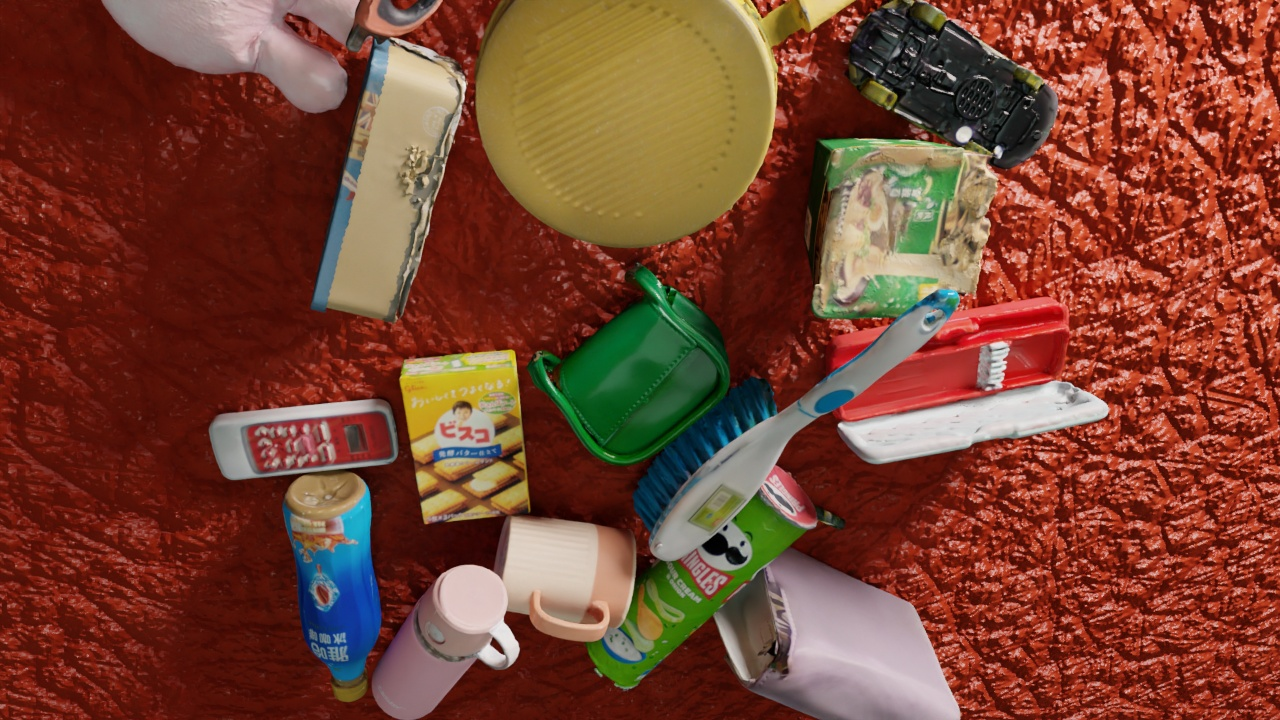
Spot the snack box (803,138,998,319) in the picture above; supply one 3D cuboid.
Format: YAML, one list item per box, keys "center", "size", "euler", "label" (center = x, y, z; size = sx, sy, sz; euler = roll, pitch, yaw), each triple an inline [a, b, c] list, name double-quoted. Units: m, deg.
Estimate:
- center: [0.165, -0.103, 0.639]
  size: [0.117, 0.105, 0.118]
  euler: [-1, 117, -7]
  label: "snack box"

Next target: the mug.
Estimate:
- center: [-0.063, 0.182, 0.752]
  size: [0.106, 0.114, 0.082]
  euler: [12, 118, -13]
  label: "mug"

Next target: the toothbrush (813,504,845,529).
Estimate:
- center: [0.106, 0.111, 0.795]
  size: [0.185, 0.017, 0.012]
  euler: [27, 113, -20]
  label: "toothbrush"

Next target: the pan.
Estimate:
- center: [0.062, -0.203, 0.585]
  size: [0.358, 0.078, 0.198]
  euler: [-21, 123, 16]
  label: "pan"

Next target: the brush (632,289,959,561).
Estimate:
- center: [0.101, 0.043, 0.676]
  size: [0.060, 0.109, 0.315]
  euler: [30, 115, -21]
  label: "brush"

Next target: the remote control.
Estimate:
- center: [-0.258, 0.061, 0.708]
  size: [0.136, 0.020, 0.056]
  euler: [-5, 120, -7]
  label: "remote control"

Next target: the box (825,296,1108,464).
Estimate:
- center: [0.257, 0.022, 0.724]
  size: [0.201, 0.101, 0.095]
  euler: [-11, 120, -4]
  label: "box"

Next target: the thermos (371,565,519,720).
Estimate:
- center: [-0.158, 0.238, 0.747]
  size: [0.087, 0.067, 0.199]
  euler: [45, 134, 7]
  label: "thermos"

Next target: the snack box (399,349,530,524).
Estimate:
- center: [-0.135, 0.062, 0.722]
  size: [0.087, 0.033, 0.141]
  euler: [-5, 117, -7]
  label: "snack box"

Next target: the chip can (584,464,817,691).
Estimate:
- center: [0.045, 0.186, 0.786]
  size: [0.072, 0.072, 0.236]
  euler: [32, 114, -23]
  label: "chip can"

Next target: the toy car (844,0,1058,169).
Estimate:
- center: [0.215, -0.188, 0.634]
  size: [0.158, 0.042, 0.070]
  euler: [26, 110, -14]
  label: "toy car"

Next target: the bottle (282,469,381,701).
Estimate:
- center: [-0.248, 0.194, 0.756]
  size: [0.065, 0.065, 0.219]
  euler: [-1, 118, -9]
  label: "bottle"

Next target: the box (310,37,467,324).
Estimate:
- center: [-0.165, -0.108, 0.592]
  size: [0.061, 0.089, 0.184]
  euler: [15, 111, -21]
  label: "box"

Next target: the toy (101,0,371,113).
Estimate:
- center: [-0.236, -0.216, 0.537]
  size: [0.159, 0.054, 0.121]
  euler: [32, 112, -13]
  label: "toy"

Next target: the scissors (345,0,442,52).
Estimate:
- center: [-0.104, -0.270, 0.496]
  size: [0.222, 0.015, 0.189]
  euler: [-47, 144, -1]
  label: "scissors"

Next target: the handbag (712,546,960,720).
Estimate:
- center: [0.166, 0.255, 0.811]
  size: [0.197, 0.144, 0.099]
  euler: [27, 108, -20]
  label: "handbag"

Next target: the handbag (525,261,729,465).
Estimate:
- center: [-0.004, 0.004, 0.697]
  size: [0.131, 0.068, 0.120]
  euler: [-38, 110, 13]
  label: "handbag"
